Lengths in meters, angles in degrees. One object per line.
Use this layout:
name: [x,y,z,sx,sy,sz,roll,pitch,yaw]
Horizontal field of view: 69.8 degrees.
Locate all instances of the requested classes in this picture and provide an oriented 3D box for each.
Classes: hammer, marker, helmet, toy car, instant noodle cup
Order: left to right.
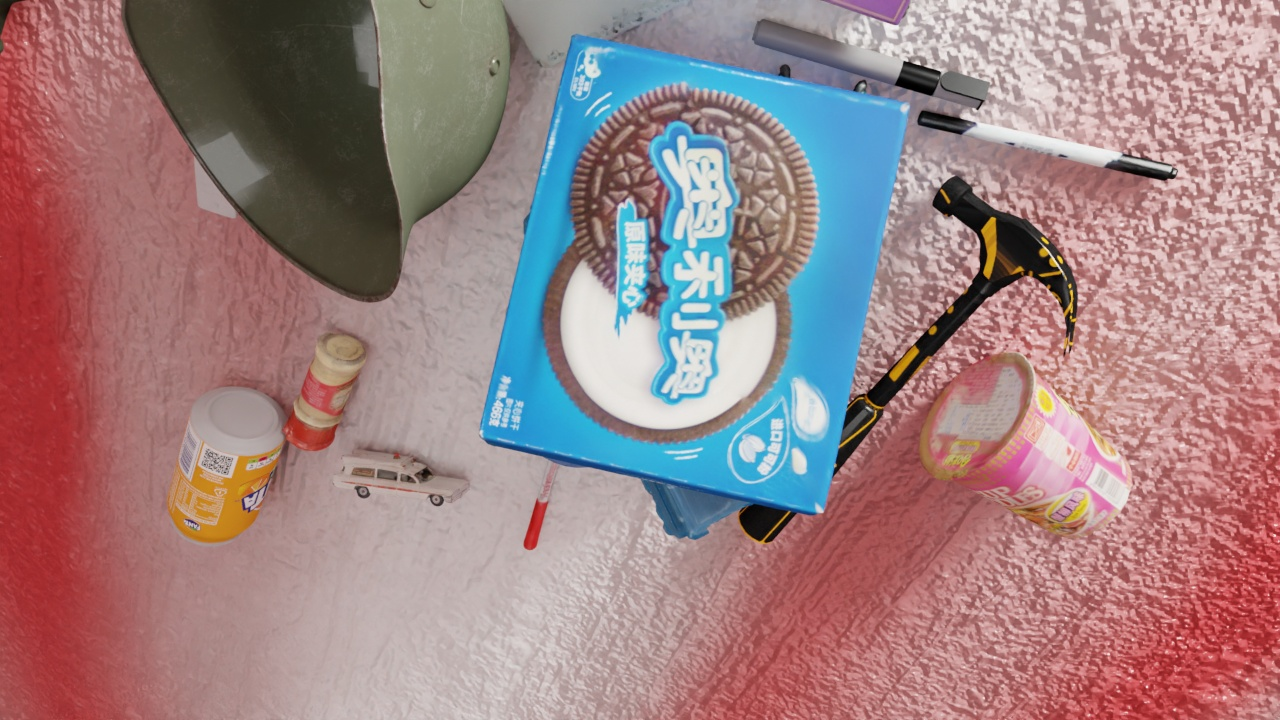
helmet: [-0.164,-0.186,0.530,0.227,0.153,0.268,30,146,23]
toy car: [-0.208,0.100,0.798,0.113,0.039,0.039,5,100,12]
marker: [-0.080,0.109,0.781,0.013,0.012,0.142,20,123,3]
marker: [0.135,-0.176,0.545,0.140,0.016,0.016,18,123,4]
hammer: [0.164,0.032,0.637,0.123,0.036,0.322,49,130,20]
instant noodle cup: [0.262,0.064,0.616,0.108,0.097,0.098,33,123,-14]
marker: [0.242,-0.128,0.548,0.152,0.011,0.011,15,123,7]

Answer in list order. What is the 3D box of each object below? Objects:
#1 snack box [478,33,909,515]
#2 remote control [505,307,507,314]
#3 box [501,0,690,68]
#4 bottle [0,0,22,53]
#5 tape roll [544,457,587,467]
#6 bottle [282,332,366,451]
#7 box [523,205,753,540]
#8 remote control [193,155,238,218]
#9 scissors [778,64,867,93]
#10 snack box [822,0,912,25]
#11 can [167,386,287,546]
snack box: [0.031,-0.047,0.528,0.195,0.056,0.238,12,87,3]
remote control: [-0.049,0.011,0.681,0.045,0.008,0.146,-37,82,30]
box: [-0.007,-0.264,0.521,0.198,0.049,0.136,-16,116,24]
bottle: [-0.415,-0.292,0.595,0.071,0.071,0.207,36,123,-7]
tape roll: [-0.054,0.040,0.718,0.091,0.016,0.093,-31,100,25]
bottle: [-0.262,0.027,0.764,0.044,0.044,0.109,31,123,-4]
box: [-0.004,0.004,0.620,0.231,0.094,0.102,63,148,5]
remote control: [-0.313,-0.169,0.676,0.033,0.012,0.131,18,123,7]
scissors: [0.103,-0.119,0.588,0.154,0.019,0.128,-31,108,28]
snack box: [0.097,-0.263,0.460,0.148,0.040,0.144,12,125,-17]
can: [-0.367,0.095,0.812,0.079,0.078,0.143,30,123,-4]
